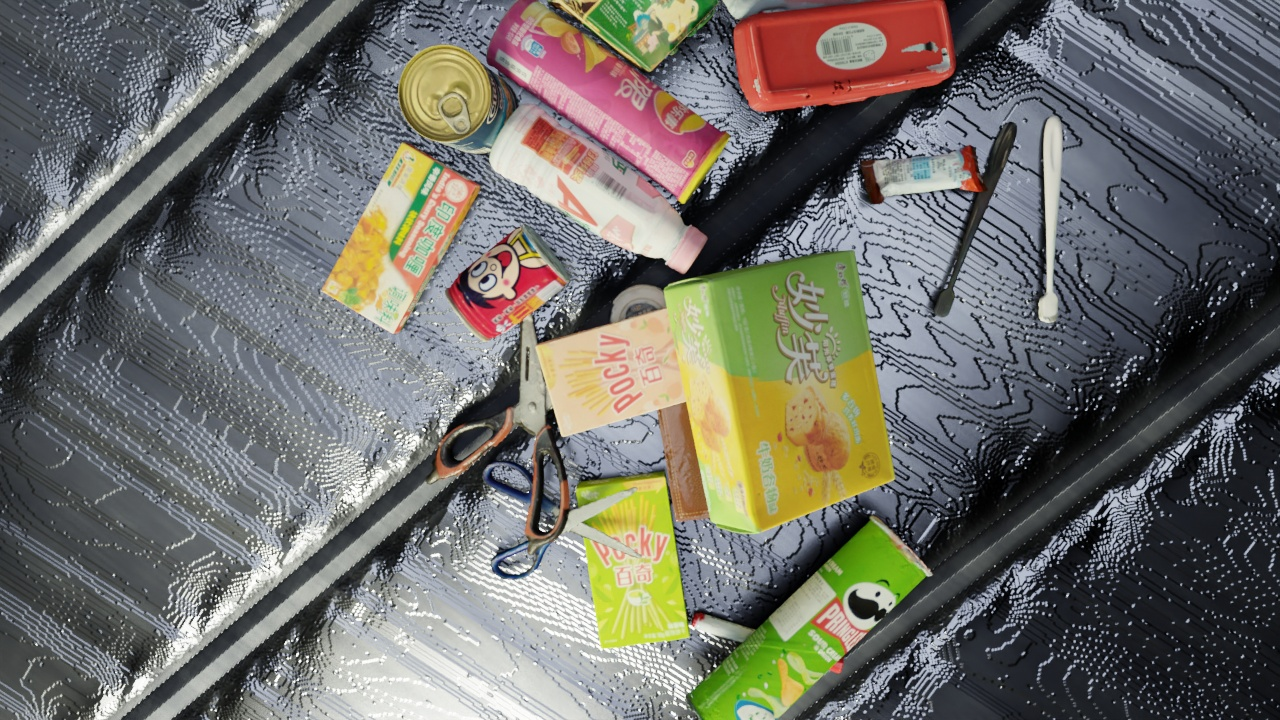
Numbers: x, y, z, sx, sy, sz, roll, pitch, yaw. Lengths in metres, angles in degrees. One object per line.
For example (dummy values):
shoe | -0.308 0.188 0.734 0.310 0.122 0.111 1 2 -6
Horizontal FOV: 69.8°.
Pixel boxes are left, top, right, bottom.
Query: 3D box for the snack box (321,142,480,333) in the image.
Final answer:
snack box | -0.217 -0.110 0.833 0.077 0.027 0.156 31 97 -2

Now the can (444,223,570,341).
can | -0.118 -0.067 0.812 0.094 0.066 0.066 -37 93 7

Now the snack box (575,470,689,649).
snack box | -0.007 0.185 0.854 0.086 0.026 0.156 -8 95 4

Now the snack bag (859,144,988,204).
snack bag | 0.247 -0.162 0.800 0.104 0.026 0.048 -9 73 5

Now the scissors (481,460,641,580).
scissors | -0.081 0.149 0.845 0.162 0.012 0.174 44 109 10

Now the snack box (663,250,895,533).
snack box | 0.119 0.022 0.772 0.157 0.070 0.210 -14 96 -29

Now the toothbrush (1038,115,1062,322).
toothbrush | 0.360 -0.123 0.806 0.016 0.016 0.180 0 94 1

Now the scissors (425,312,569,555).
scissors | -0.103 0.064 0.835 0.226 0.015 0.189 -39 76 11

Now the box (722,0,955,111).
box | 0.162 -0.293 0.753 0.200 0.039 0.158 -14 96 -19

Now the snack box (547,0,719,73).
snack box | -0.002 -0.305 0.766 0.118 0.117 0.105 -42 105 9

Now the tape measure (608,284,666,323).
tape measure | 0.004 -0.036 0.826 0.066 0.033 0.066 -7 98 2

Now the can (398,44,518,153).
can | -0.150 -0.217 0.776 0.075 0.111 0.075 1 97 4

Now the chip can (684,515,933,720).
chip can | 0.148 0.243 0.816 0.236 0.072 0.072 -44 92 0

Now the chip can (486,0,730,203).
chip can | -0.028 -0.224 0.788 0.210 0.071 0.071 36 97 -1

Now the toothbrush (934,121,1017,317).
toothbrush | 0.295 -0.123 0.809 0.016 0.018 0.181 21 95 15

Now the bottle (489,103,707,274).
bottle | -0.033 -0.144 0.800 0.197 0.068 0.068 33 97 -2

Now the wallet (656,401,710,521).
wallet | 0.072 0.081 0.837 0.101 0.032 0.124 -10 96 1

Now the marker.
marker | 0.119 0.264 0.860 0.145 0.017 0.017 16 97 1

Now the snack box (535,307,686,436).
snack box | -0.005 0.005 0.797 0.157 0.026 0.084 -16 98 -1
